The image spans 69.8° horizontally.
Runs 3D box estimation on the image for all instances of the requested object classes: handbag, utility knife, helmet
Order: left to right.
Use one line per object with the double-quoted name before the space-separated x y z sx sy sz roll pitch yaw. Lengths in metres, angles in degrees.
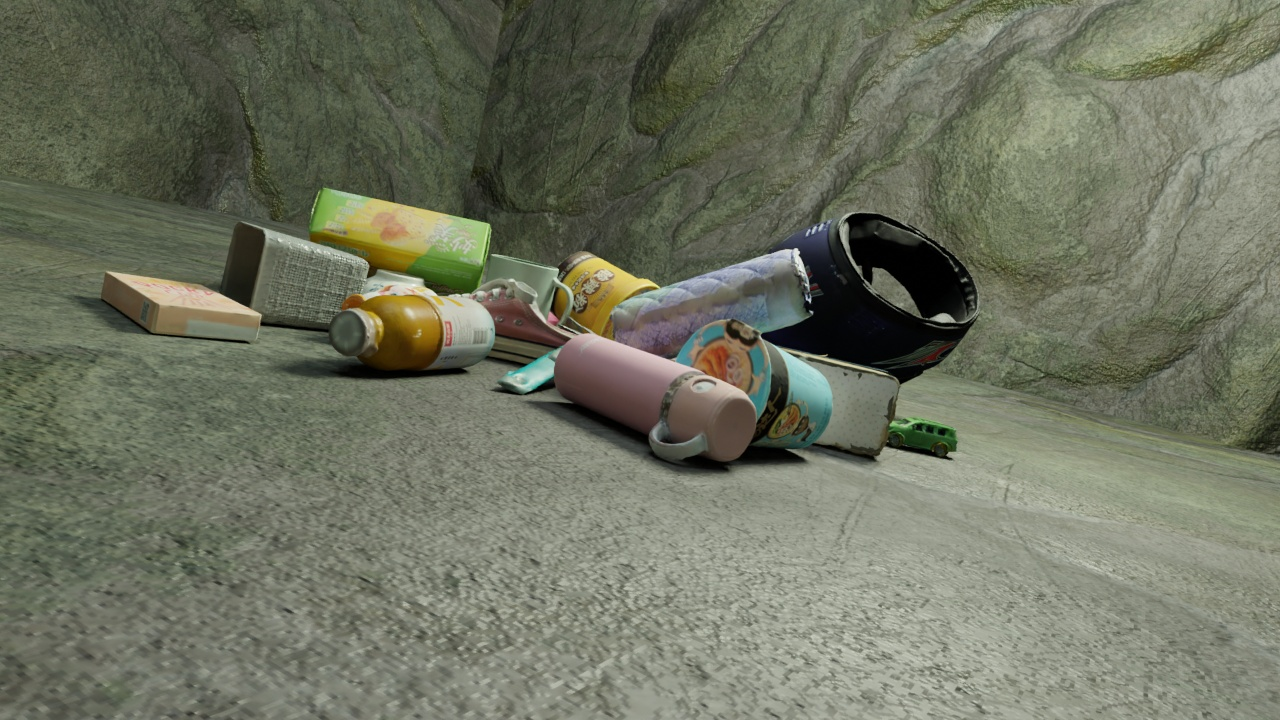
"utility knife" -0.082 -0.001 0.905 0.029 0.013 0.216 35 22 8
"handbag" 0.076 -0.051 0.918 0.194 0.075 0.134 -17 4 15
"helmet" 0.284 -0.058 1.259 0.314 0.241 0.247 1 57 -39

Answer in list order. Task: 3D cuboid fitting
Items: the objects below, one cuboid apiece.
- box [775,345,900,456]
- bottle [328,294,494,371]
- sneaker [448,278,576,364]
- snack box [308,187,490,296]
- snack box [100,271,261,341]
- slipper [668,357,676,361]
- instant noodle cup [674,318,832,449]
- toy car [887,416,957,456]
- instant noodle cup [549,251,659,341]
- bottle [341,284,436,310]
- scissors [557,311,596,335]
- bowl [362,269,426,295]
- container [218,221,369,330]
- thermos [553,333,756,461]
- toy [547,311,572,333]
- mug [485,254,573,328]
"box" 0.175 0.037 0.921 0.184 0.090 0.060 15 5 4
"bottle" -0.199 -0.024 0.809 0.068 0.068 0.189 15 7 20
"sneaker" -0.156 -0.049 1.020 0.241 0.088 0.118 14 7 4
"snack box" -0.305 -0.126 1.165 0.210 0.069 0.158 12 -28 -11
"snack box" -0.404 -0.048 0.801 0.084 0.026 0.157 6 9 -45
"slipper" 0.090 -0.009 1.305 0.114 0.054 0.274 15 7 21
"instant noodle cup" 0.106 0.030 0.804 0.120 0.111 0.111 17 2 -42
"toy car" 0.308 0.083 1.023 0.091 0.036 0.043 8 8 -6
"instant noodle cup" -0.050 -0.071 1.160 0.114 0.119 0.118 37 18 27
"bottle" -0.249 -0.046 0.924 0.063 0.063 0.108 16 8 27
"scissors" -0.013 0.000 0.967 0.181 0.014 0.159 22 15 -45
"bowl" -0.292 -0.074 1.098 0.113 0.062 0.113 14 7 -2
"container" -0.349 -0.080 0.931 0.114 0.090 0.090 11 6 -43
"thermos" 0.002 0.033 0.757 0.087 0.067 0.199 -29 31 -29
"toy" -0.112 -0.062 1.280 0.194 0.075 0.178 14 14 -20
"mug" -0.138 -0.066 1.117 0.112 0.106 0.082 13 6 11
